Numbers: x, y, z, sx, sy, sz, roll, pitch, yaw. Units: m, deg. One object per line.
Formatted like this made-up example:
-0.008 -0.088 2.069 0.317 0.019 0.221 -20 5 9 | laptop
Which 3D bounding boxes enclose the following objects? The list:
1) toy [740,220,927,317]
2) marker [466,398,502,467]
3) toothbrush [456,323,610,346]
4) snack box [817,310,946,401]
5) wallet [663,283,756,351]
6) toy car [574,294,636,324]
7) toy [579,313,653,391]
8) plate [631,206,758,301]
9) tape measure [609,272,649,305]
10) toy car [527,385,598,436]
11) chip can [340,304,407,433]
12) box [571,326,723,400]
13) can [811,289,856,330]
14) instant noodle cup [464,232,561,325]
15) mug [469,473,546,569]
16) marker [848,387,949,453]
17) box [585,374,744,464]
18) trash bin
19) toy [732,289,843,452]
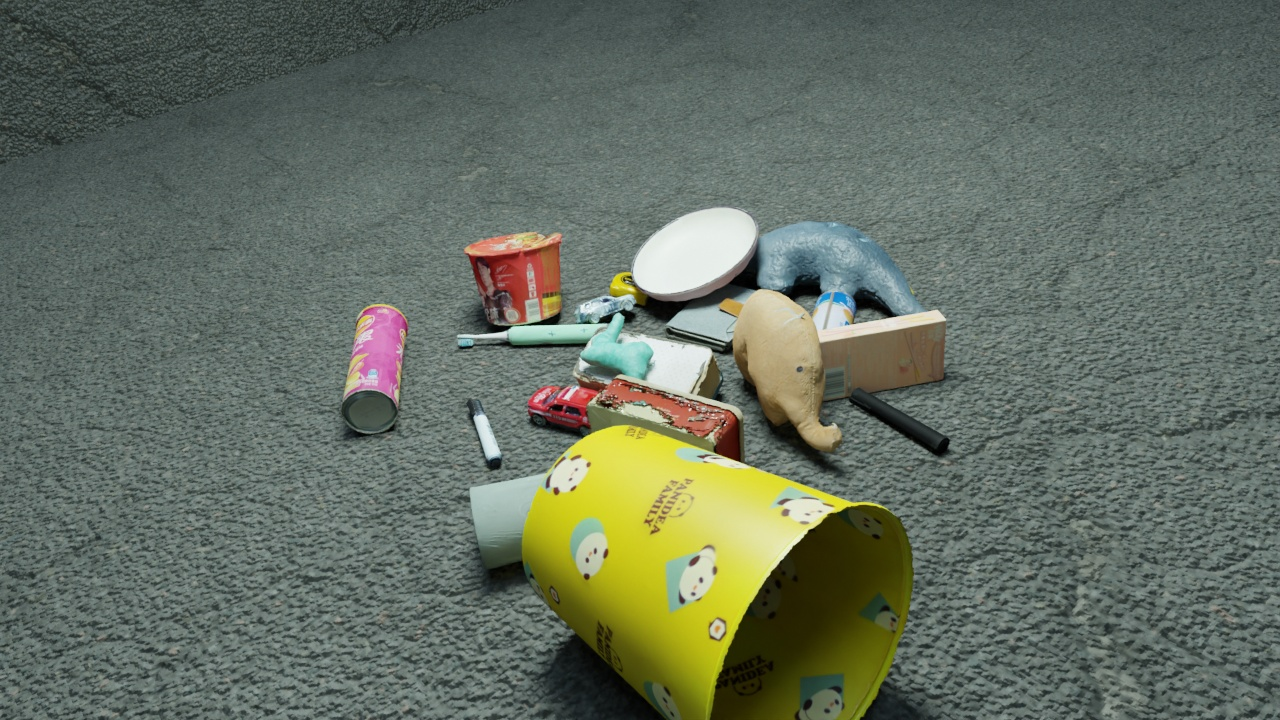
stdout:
0.246 -0.132 1.284 0.357 0.091 0.137 15 68 32 | toy
-0.190 0.085 1.108 0.018 0.022 0.130 -53 33 13 | marker
-0.148 -0.035 1.270 0.225 0.027 0.026 -1 -1 10 | toothbrush
0.279 -0.005 1.081 0.157 0.084 0.026 -10 31 -3 | snack box
0.109 -0.065 1.249 0.107 0.037 0.129 15 41 32 | wallet
-0.050 -0.073 1.286 0.090 0.034 0.043 -19 0 -17 | toy car
-0.026 -0.011 1.089 0.092 0.030 0.096 14 66 26 | toy
0.081 -0.146 1.307 0.193 0.039 0.192 -19 38 15 | plate
-0.014 -0.103 1.339 0.060 0.029 0.057 16 34 4 | tape measure
-0.081 0.056 1.107 0.121 0.045 0.052 9 36 27 | toy car
-0.349 0.007 1.213 0.071 0.071 0.210 -11 34 -4 | chip can
0.014 0.019 1.112 0.184 0.059 0.089 15 59 27 | box
0.239 -0.033 1.159 0.053 0.053 0.134 4 36 18 | can
-0.174 -0.115 1.301 0.138 0.109 0.137 -6 18 2 | instant noodle cup
-0.117 0.156 0.947 0.103 0.084 0.124 -12 9 -7 | mug
0.289 0.066 1.032 0.022 0.020 0.132 -25 37 -26 | marker
0.022 0.083 1.001 0.168 0.091 0.076 14 37 30 | box
0.049 0.179 0.753 0.229 0.230 0.255 -32 35 -31 | trash bin
0.166 0.007 1.037 0.082 0.144 0.225 -9 34 -10 | toy
